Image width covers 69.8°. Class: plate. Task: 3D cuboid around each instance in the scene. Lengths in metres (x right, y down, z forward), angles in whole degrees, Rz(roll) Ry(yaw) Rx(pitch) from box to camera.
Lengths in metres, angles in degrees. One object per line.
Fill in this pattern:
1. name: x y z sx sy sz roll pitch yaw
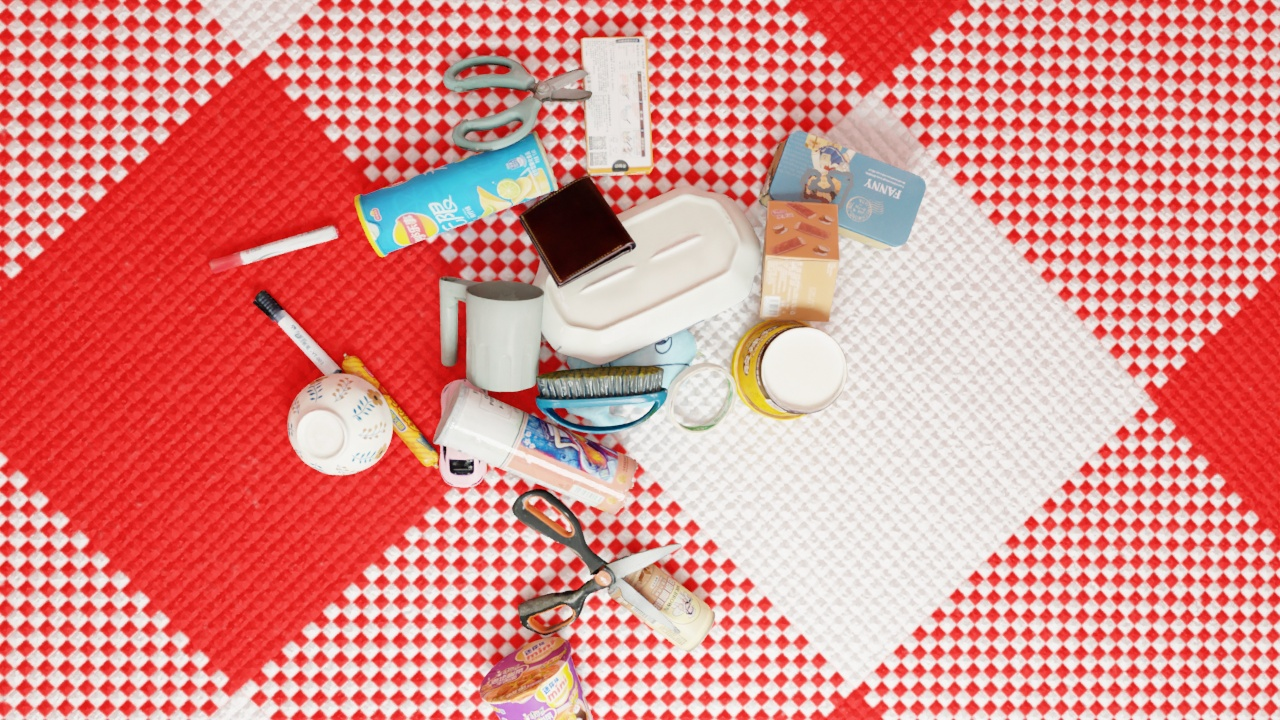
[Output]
1. plate: 0.004 -0.102 1.016 0.265 0.034 0.162 -24 72 -3

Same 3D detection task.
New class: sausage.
1. sausage: -0.281 0.057 1.031 0.021 0.021 0.165 -39 94 -3

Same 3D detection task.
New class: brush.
1. brush: -0.042 0.043 0.993 0.144 0.055 0.073 -4 99 4

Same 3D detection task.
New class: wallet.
1. wallet: -0.072 -0.143 1.010 0.096 0.020 0.122 -31 55 -1

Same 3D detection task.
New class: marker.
1. marker: -0.382 -0.025 1.025 0.022 0.018 0.130 -42 93 -2
2. marker: -0.406 -0.125 1.022 0.145 0.017 0.017 -17 92 -4

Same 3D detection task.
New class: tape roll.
1. tape roll: 0.069 0.043 1.039 0.085 0.014 0.086 -10 118 -20

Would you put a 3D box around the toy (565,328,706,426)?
1. toy: -0.006 0.006 1.037 0.156 0.050 0.161 7 94 -2

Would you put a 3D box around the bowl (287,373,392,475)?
1. bowl: -0.333 0.074 0.996 0.113 0.062 0.113 1 99 4

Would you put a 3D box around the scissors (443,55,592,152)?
1. scissors: -0.138 -0.277 1.004 0.177 0.019 0.171 7 62 5

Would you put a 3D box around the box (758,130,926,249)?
1. box: 0.234 -0.189 1.045 0.184 0.062 0.090 18 90 -2

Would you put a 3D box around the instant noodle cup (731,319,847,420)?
1. instant noodle cup: 0.168 0.011 1.016 0.118 0.114 0.118 0 91 -4

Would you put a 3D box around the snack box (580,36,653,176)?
1. snack box: -0.027 -0.289 1.042 0.075 0.026 0.153 -3 90 -4

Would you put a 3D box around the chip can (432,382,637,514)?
1. chip can: -0.112 0.099 1.000 0.214 0.071 0.071 25 89 -15

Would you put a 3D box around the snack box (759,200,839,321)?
1. snack box: 0.173 -0.108 1.002 0.077 0.093 0.094 4 49 6

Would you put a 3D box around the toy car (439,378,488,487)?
1. toy car: -0.198 0.081 1.031 0.056 0.037 0.122 1 90 -6

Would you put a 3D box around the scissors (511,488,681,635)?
1. scissors: -0.059 0.235 1.001 0.233 0.021 0.221 43 116 1

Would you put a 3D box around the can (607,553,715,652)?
1. can: 0.023 0.273 1.037 0.116 0.058 0.058 37 88 -4

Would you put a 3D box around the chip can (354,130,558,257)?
1. chip can: -0.201 -0.184 1.008 0.210 0.071 0.071 -21 92 -3

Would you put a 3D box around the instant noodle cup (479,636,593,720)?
1. instant noodle cup: -0.108 0.378 1.010 0.111 0.111 0.099 -23 101 -4

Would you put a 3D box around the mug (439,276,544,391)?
1. mug: -0.166 -0.032 1.004 0.124 0.083 0.103 12 111 22
